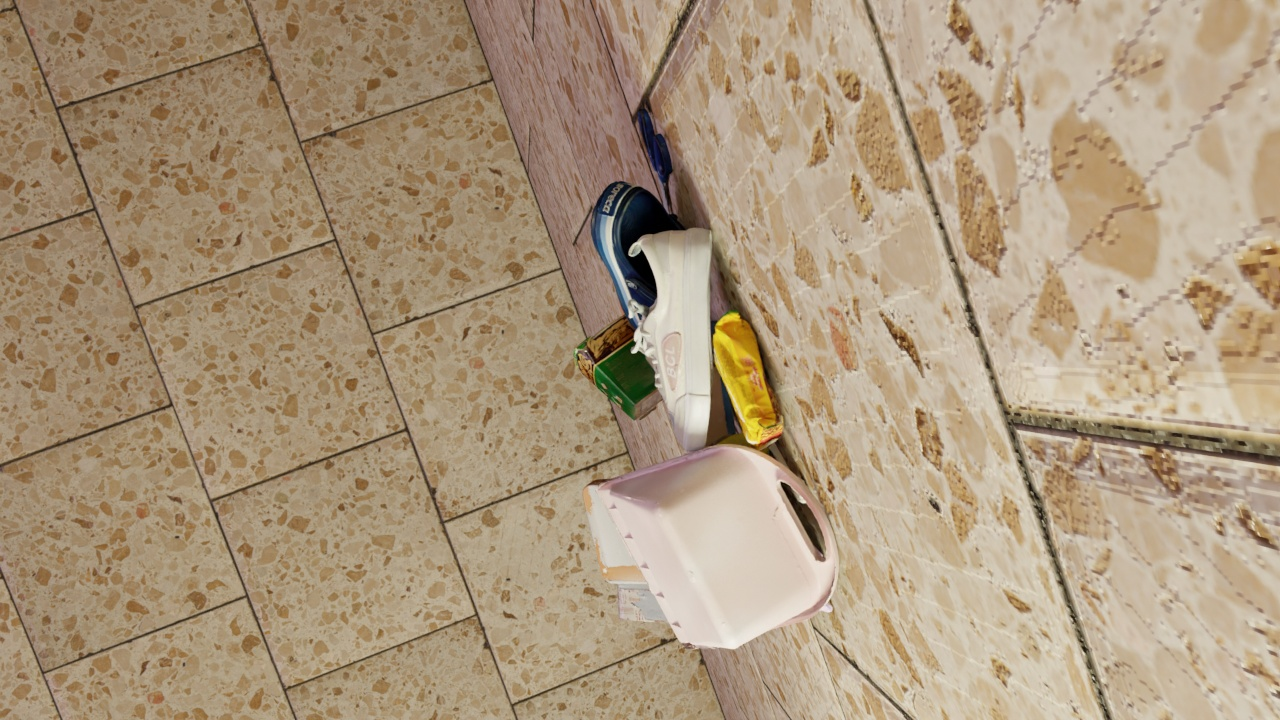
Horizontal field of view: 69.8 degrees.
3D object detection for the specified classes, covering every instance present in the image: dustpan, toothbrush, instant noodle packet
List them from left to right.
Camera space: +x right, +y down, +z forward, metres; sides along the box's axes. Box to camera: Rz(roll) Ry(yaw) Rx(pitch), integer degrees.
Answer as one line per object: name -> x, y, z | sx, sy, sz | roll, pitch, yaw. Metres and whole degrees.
dustpan -> 0.088, 0.201, 0.996 | 0.222, 0.138, 0.274 | 62, 163, -2
instant noodle packet -> 0.108, 0.023, 0.929 | 0.111, 0.044, 0.128 | 83, 168, -70
toothbrush -> 0.137, 0.082, 0.987 | 0.180, 0.016, 0.016 | -118, 18, -45

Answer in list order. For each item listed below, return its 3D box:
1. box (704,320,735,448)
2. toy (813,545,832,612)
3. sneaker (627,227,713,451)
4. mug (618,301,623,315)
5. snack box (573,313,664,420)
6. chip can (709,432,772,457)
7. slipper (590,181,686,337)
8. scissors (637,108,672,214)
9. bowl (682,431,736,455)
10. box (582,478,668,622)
box -> 0.079, 0.042, 1.103 | 0.184, 0.059, 0.089 | 74, -174, -48
toy -> 0.167, 0.230, 0.990 | 0.108, 0.084, 0.038 | 80, -156, -43
sneaker -> 0.030, -0.017, 0.959 | 0.089, 0.091, 0.242 | -66, -26, -70
mug -> 0.007, -0.072, 1.352 | 0.122, 0.078, 0.078 | -109, 4, -48
snack box -> -0.007, 0.007, 1.186 | 0.105, 0.118, 0.118 | 50, 168, 14
chip can -> 0.139, 0.192, 1.049 | 0.072, 0.072, 0.221 | -129, 20, -71
slipper -> 0.023, -0.108, 1.043 | 0.095, 0.105, 0.253 | 22, 159, 29
scissors -> 0.020, -0.217, 1.060 | 0.171, 0.012, 0.141 | 116, 132, -82
bowl -> 0.093, 0.136, 1.215 | 0.118, 0.064, 0.118 | 161, 90, -75
box -> 0.059, 0.232, 1.155 | 0.156, 0.181, 0.227 | -26, -74, -58
